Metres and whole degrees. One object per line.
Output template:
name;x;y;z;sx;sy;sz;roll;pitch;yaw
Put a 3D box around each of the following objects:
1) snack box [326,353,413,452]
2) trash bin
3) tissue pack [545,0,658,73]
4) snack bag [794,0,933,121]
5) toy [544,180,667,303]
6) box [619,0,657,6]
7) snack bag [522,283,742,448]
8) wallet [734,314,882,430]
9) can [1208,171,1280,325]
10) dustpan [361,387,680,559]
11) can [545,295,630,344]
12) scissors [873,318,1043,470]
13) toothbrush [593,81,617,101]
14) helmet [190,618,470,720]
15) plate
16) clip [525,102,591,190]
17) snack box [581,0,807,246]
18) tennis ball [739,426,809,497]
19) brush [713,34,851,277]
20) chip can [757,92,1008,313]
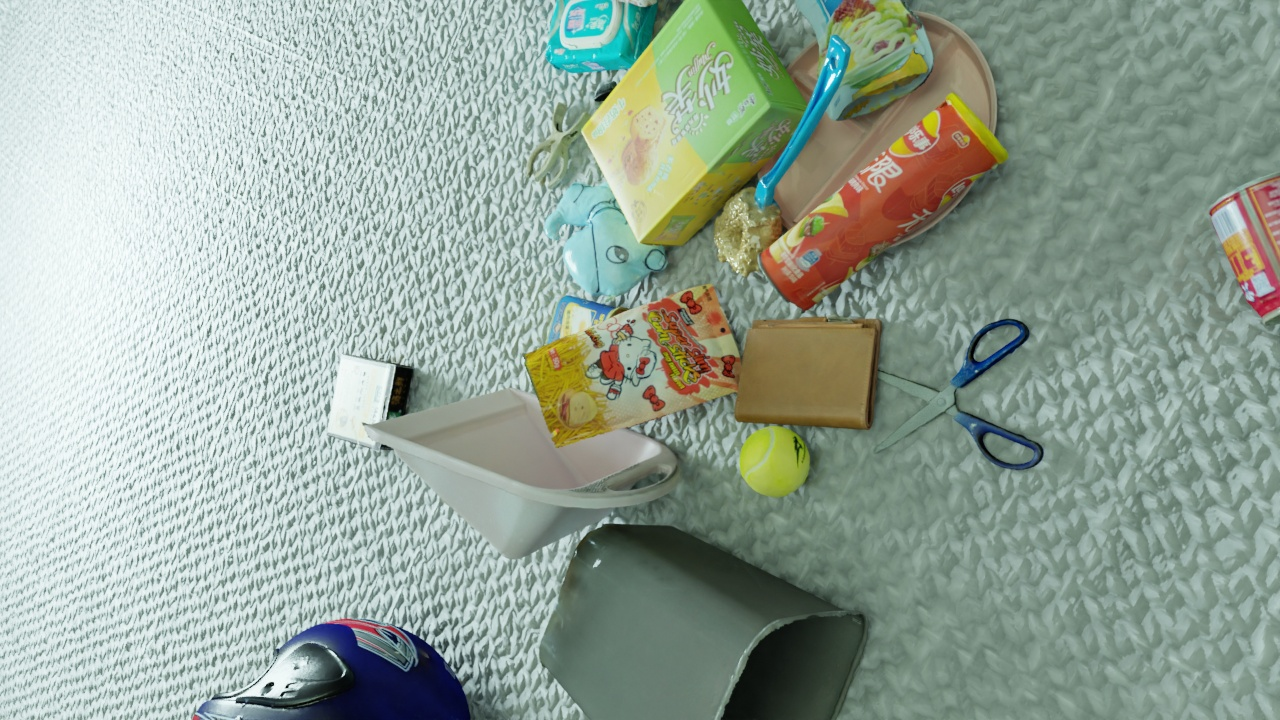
snack box;-0.351;0.055;1.199;0.126;0.053;0.113;10;89;35
trash bin;0.045;0.264;0.819;0.220;0.198;0.199;25;98;41
tissue pack;-0.042;-0.380;1.046;0.134;0.050;0.093;8;87;35
snack bag;0.201;-0.324;0.846;0.111;0.038;0.190;-25;68;41
toy;-0.040;-0.132;1.009;0.162;0.050;0.156;1;72;25
box;-0.020;-0.489;0.966;0.181;0.148;0.146;30;67;34
snack bag;-0.005;0.005;0.921;0.208;0.073;0.128;-20;69;-2
wallet;0.156;0.009;0.861;0.132;0.031;0.107;1;74;32
can;0.455;-0.079;0.648;0.067;0.066;0.093;-23;70;30
dustpan;-0.099;0.081;0.929;0.273;0.222;0.139;43;121;18
can;-0.056;-0.016;1.002;0.083;0.057;0.102;18;94;37
scissors;0.275;0.036;0.792;0.176;0.012;0.162;-51;58;21
toothbrush;0.024;-0.327;1.016;0.189;0.014;0.016;-15;63;32
helmet;-0.338;0.411;1.024;0.316;0.247;0.239;3;42;29
plate;0.216;-0.211;0.857;0.230;0.028;0.229;-6;79;33
clip;-0.099;-0.253;1.080;0.070;0.034;0.100;32;97;35
snack box;0.048;-0.238;0.921;0.211;0.069;0.157;-42;65;39
tennis ball;0.125;0.094;0.855;0.066;0.065;0.065;-6;80;34
brush;0.131;-0.178;0.841;0.083;0.045;0.255;63;145;33
chip can;0.204;-0.133;0.794;0.217;0.073;0.073;-39;64;24
